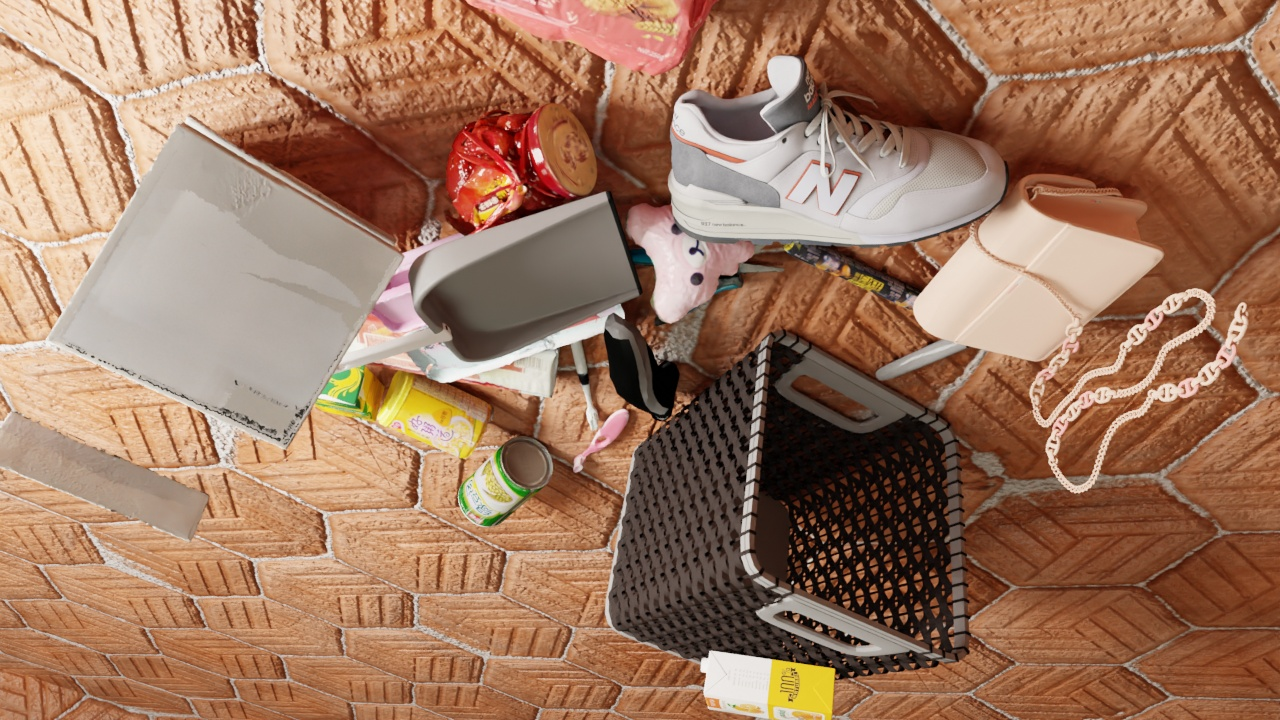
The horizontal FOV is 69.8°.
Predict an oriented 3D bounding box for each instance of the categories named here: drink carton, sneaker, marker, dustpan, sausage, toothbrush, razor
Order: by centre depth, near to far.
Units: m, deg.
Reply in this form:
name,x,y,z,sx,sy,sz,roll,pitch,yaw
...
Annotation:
name,x,y,z,sx,sy,sz,roll,pitch,yaw
sneaker,0.123,-0.146,0.626,0.240,0.088,0.124,-3,143,20
dustpan,-0.129,-0.041,0.720,0.257,0.033,0.163,-17,158,2
sausage,0.182,-0.072,0.763,0.155,0.020,0.020,22,140,-16
marker,0.270,-0.012,0.826,0.139,0.016,0.022,-28,98,38
razor,-0.005,0.005,0.851,0.060,0.057,0.156,-41,149,0
drink carton,0.118,0.308,0.860,0.122,0.040,0.059,4,147,13
toothbrush,-0.058,0.011,0.918,0.012,0.017,0.187,-13,140,-4
drink carton,-0.304,0.030,0.938,0.058,0.041,0.123,12,166,-4
toothbrush,-0.046,0.090,1.014,0.021,0.016,0.135,22,140,-16

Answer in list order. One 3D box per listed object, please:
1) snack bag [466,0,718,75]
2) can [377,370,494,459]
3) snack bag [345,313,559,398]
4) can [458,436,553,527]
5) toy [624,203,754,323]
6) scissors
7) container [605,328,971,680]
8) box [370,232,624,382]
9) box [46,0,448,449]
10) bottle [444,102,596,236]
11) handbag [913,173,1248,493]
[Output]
name,x,y,z,sx,sy,sz,roll,pitch,yaw
snack bag,-0.039,-0.234,0.560,0.176,0.082,0.083,16,141,-7
can,-0.216,0.055,0.965,0.105,0.067,0.068,28,138,-22
snack bag,-0.191,-0.014,0.897,0.225,0.041,0.078,12,141,-1
can,-0.158,0.141,1.061,0.067,0.067,0.121,26,138,-21
toy,0.044,-0.088,0.736,0.096,0.099,0.052,-19,180,2
scissors,0.048,-0.067,0.796,0.148,0.019,0.118,4,141,3
container,0.134,0.164,0.894,0.247,0.245,0.244,27,142,-22
box,-0.129,-0.056,0.804,0.201,0.041,0.154,-17,144,12
box,-0.274,-0.157,0.735,0.167,0.444,0.165,32,129,-27
bottle,-0.099,-0.136,0.679,0.111,0.098,0.099,-15,136,31
handbag,0.295,-0.027,0.660,0.116,0.186,0.199,9,147,-11
